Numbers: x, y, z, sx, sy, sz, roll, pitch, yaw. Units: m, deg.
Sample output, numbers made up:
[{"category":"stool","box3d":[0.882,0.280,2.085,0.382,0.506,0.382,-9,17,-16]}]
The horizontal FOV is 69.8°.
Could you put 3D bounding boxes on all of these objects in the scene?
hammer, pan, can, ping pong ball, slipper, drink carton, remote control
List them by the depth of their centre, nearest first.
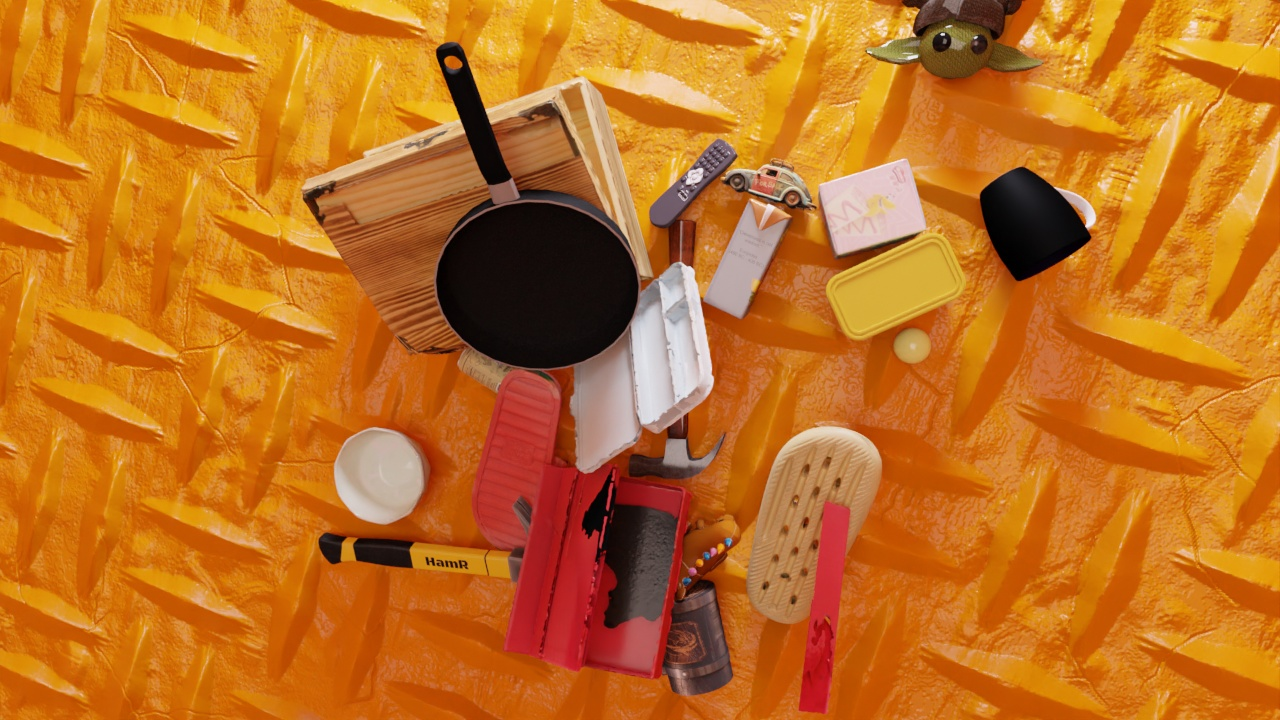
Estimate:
[{"category":"pan","box3d":[-0.119,-0.136,0.876,0.204,0.044,0.356,-12,129,7]},{"category":"can","box3d":[0.268,-0.077,0.980,0.131,0.101,0.072,-25,89,11]},{"category":"ping pong ball","box3d":[0.299,-0.016,1.009,0.040,0.040,0.040,1,94,11]},{"category":"drink carton","box3d":[0.121,-0.114,1.021,0.048,0.076,0.125,26,102,8]},{"category":"slipper","box3d":[0.188,0.177,1.028,0.111,0.079,0.262,22,116,14]},{"category":"remote control","box3d":[0.057,-0.201,1.046,0.124,0.009,0.046,-44,45,11]},{"category":"hammer","box3d":[0.046,-0.012,1.065,0.111,0.028,0.300,2,94,12]},{"category":"slipper","box3d":[-0.138,0.117,1.092,0.103,0.059,0.249,14,111,11]},{"category":"can","box3d":[-0.178,0.014,1.104,0.079,0.038,0.038,31,99,7]},{"category":"hammer","box3d":[-0.250,0.237,1.121,0.325,0.034,0.170,2,113,16]}]

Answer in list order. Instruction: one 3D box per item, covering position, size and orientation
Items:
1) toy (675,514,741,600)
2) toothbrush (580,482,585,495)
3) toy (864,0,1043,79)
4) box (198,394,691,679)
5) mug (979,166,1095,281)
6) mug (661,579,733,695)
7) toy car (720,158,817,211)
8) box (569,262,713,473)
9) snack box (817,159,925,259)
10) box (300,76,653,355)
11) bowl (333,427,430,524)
[{"category":"toy","box3d":[0.073,0.222,1.036,0.070,0.102,0.090,40,129,-11]},{"category":"toothbrush","box3d":[0.003,0.200,1.093,0.184,0.015,0.015,33,92,6]},{"category":"toy","box3d":[0.336,-0.374,0.959,0.179,0.078,0.153,7,96,8]},{"category":"box","box3d":[-0.179,0.193,0.971,0.467,0.138,0.214,13,77,-6]},{"category":"mug","box3d":[0.420,-0.153,0.965,0.118,0.085,0.100,-22,75,-18]},{"category":"mug","box3d":[0.045,0.321,1.069,0.116,0.079,0.107,-12,93,39]},{"category":"toy car","box3d":[0.147,-0.200,1.023,0.112,0.047,0.047,18,97,8]},{"category":"box","box3d":[-0.003,0.007,0.992,0.037,0.208,0.190,33,120,-31]},{"category":"snack box","box3d":[0.245,-0.160,0.983,0.095,0.093,0.079,-15,90,12]},{"category":"box","box3d":[-0.159,-0.140,0.982,0.279,0.263,0.269,-16,92,10]},{"category":"bowl","box3d":[-0.308,0.137,1.125,0.117,0.061,0.117,1,93,11]}]
